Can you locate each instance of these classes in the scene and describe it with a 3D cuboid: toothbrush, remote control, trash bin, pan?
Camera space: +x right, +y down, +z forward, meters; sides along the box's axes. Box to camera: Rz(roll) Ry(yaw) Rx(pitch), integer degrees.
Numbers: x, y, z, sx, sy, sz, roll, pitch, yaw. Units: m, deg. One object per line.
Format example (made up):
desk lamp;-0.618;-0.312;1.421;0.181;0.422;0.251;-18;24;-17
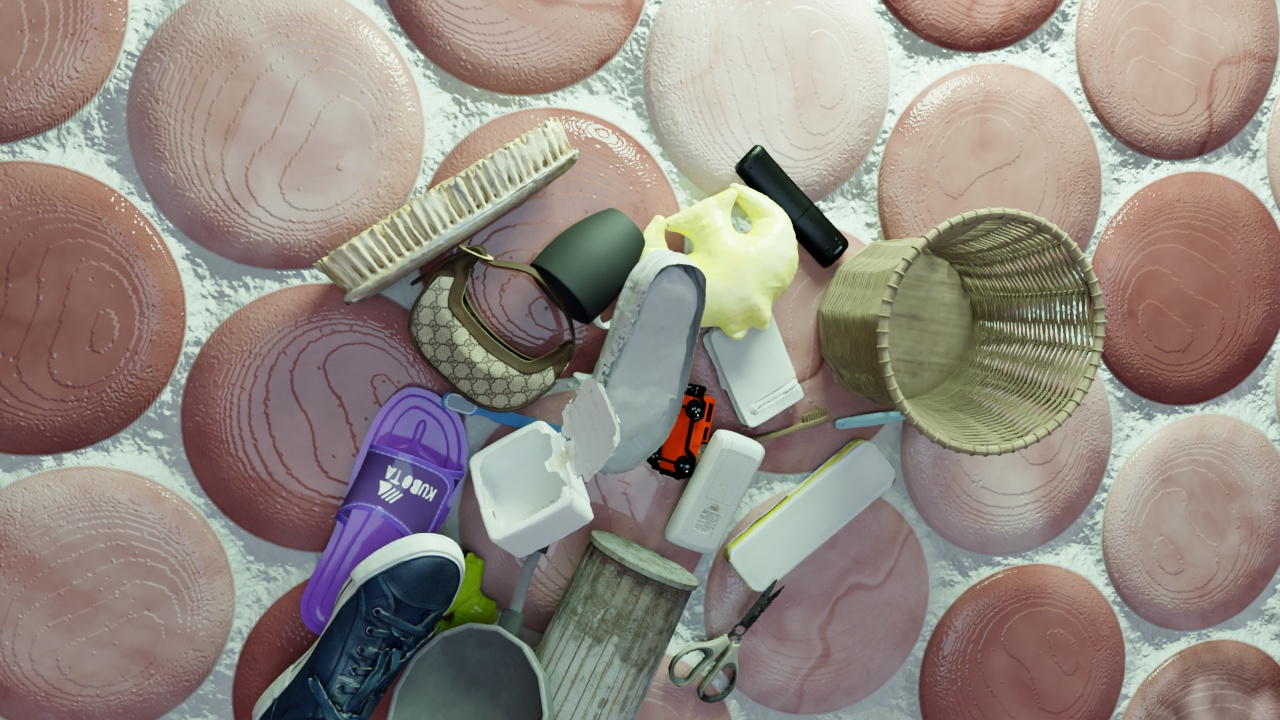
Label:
toothbrush;0.130;0.084;0.998;0.166;0.016;0.016;-18;99;-9
remote control;0.079;0.142;0.978;0.060;0.025;0.138;22;101;-21
toothbrush;0.291;0.061;1.027;0.155;0.016;0.022;-7;107;-9
remote control;0.163;-0.164;0.976;0.152;0.020;0.041;45;85;-11
trash bin;-0.040;0.295;0.930;0.131;0.131;0.211;25;89;-12
toothbrush;-0.121;0.063;0.937;0.166;0.014;0.016;18;76;-20
pan;-0.128;0.263;0.896;0.179;0.041;0.356;10;71;30

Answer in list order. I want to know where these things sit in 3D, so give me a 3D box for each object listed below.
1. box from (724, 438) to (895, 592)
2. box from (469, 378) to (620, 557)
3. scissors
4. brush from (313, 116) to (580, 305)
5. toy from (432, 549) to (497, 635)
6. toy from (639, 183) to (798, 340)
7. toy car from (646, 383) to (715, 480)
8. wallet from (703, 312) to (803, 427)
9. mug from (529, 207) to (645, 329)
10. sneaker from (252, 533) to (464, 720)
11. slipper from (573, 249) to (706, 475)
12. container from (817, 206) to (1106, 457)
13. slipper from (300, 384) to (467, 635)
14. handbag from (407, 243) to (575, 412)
box;0.186;0.170;1.011;0.209;0.033;0.064;-39;99;-6
box;-0.079;0.103;0.889;0.191;0.110;0.083;-39;145;20
scissors;0.092;0.300;0.999;0.131;0.012;0.170;5;107;-8
brush;-0.180;-0.143;0.880;0.271;0.083;0.056;-34;102;-5
toy;-0.187;0.244;0.944;0.093;0.036;0.094;42;91;-18
toy;0.083;-0.095;0.946;0.170;0.064;0.155;-22;85;-3
toy car;0.046;0.074;0.960;0.048;0.051;0.100;10;92;-44
wallet;0.121;0.006;0.983;0.086;0.032;0.116;-23;97;-19
mug;-0.039;-0.089;0.923;0.100;0.085;0.119;-47;132;-14
sneaker;-0.263;0.293;0.856;0.120;0.127;0.295;32;101;-36
slipper;-0.006;0.005;0.914;0.112;0.074;0.247;15;111;-9
container;0.305;-0.033;0.926;0.226;0.196;0.227;-1;96;-11
slipper;-0.250;0.159;0.898;0.107;0.084;0.266;26;90;-12
handbag;-0.143;-0.035;0.894;0.138;0.063;0.166;-42;102;14
